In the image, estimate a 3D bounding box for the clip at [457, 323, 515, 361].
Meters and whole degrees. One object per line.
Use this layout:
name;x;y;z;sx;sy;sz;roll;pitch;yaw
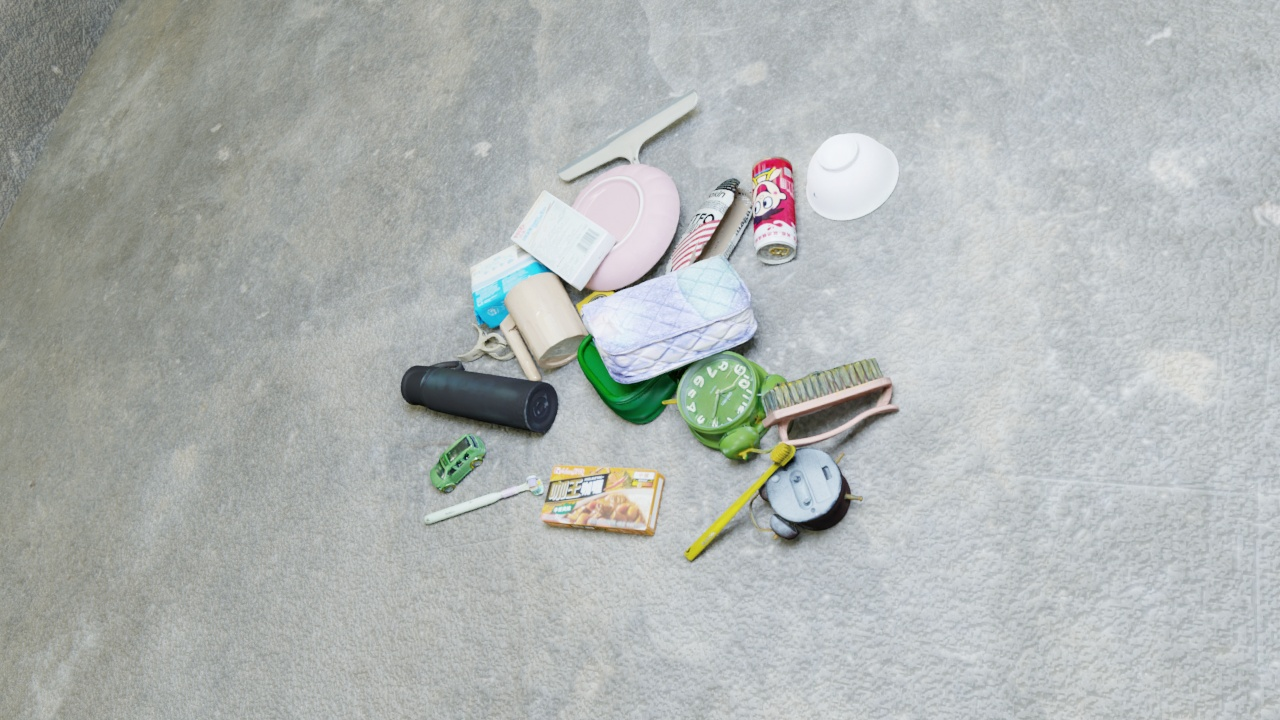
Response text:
clip;-0.221;-0.020;1.324;0.097;0.034;0.060;9;72;39

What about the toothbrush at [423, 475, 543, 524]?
toothbrush;-0.213;0.189;1.220;0.190;0.029;0.020;-20;15;22

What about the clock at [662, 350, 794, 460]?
clock;0.111;0.052;1.075;0.161;0.056;0.116;33;86;37

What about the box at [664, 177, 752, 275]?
box;0.095;-0.159;1.207;0.163;0.077;0.075;-61;26;-10

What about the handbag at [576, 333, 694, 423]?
handbag;-0.007;0.007;1.168;0.120;0.068;0.131;-39;51;-3

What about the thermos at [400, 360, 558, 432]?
thermos;-0.223;0.040;1.276;0.243;0.068;0.089;9;49;34

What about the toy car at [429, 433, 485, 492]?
toy car;-0.254;0.140;1.260;0.091;0.036;0.043;-46;53;7

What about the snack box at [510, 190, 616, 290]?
snack box;-0.107;-0.165;1.246;0.157;0.027;0.085;38;94;41

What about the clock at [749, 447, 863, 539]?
clock;0.172;0.146;0.992;0.122;0.055;0.082;-28;56;17

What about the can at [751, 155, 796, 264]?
can;0.170;-0.191;1.166;0.053;0.053;0.132;-12;61;25

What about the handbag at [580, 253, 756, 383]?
handbag;0.034;-0.049;1.105;0.194;0.076;0.134;-19;41;-5

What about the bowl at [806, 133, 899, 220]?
bowl;0.253;-0.240;1.135;0.118;0.064;0.118;-13;61;25

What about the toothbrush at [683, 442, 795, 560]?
toothbrush;0.104;0.156;1.006;0.191;0.016;0.015;-52;29;27

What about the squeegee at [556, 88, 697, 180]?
squeegee;0.002;-0.225;1.292;0.247;0.039;0.246;-25;57;25

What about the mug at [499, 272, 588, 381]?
mug;-0.137;-0.041;1.250;0.125;0.084;0.103;-45;64;34

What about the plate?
plate;-0.037;-0.189;1.251;0.193;0.039;0.192;-16;61;30

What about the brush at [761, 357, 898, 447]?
brush;0.208;0.046;1.001;0.145;0.063;0.073;-16;77;-9

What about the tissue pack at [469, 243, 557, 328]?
tissue pack;-0.182;-0.111;1.326;0.140;0.063;0.089;-25;52;15

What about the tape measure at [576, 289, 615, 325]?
tape measure;-0.053;-0.069;1.250;0.060;0.029;0.057;-35;47;10

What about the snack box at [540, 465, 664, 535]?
snack box;-0.047;0.170;1.127;0.154;0.026;0.075;-1;65;30
